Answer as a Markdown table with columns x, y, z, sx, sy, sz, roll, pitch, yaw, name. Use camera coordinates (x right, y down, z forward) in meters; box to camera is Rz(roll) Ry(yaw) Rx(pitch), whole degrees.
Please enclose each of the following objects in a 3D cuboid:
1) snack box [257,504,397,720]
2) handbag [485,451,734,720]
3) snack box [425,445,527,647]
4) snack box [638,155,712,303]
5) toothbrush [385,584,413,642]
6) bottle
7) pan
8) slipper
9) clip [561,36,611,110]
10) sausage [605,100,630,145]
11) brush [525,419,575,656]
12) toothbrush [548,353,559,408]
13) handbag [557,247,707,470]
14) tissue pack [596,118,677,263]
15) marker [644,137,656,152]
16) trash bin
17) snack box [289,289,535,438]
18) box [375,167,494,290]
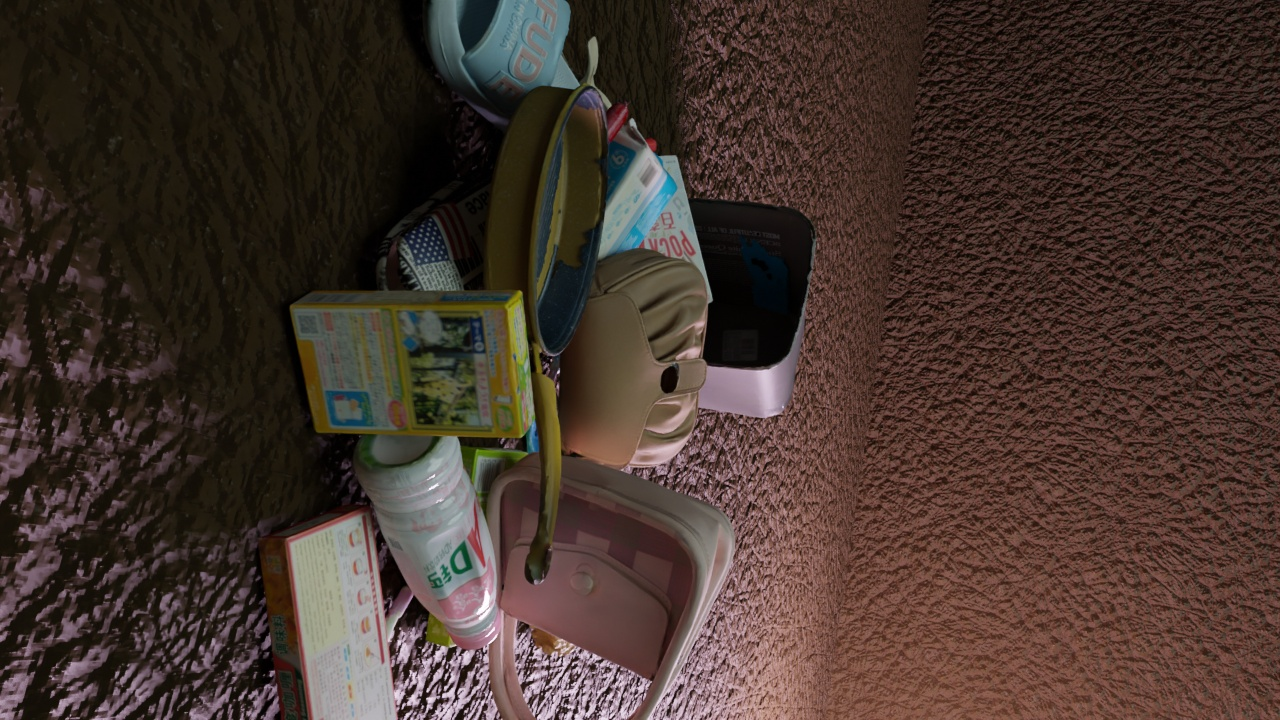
| x | y | z | sx | sy | sz | roll | pitch | yaw | name |
| --- | --- | --- | --- | --- | --- | --- | --- | --- | --- |
| -0.197 | 0.178 | 0.588 | 0.076 | 0.027 | 0.156 | -17 | 103 | -65 | snack box |
| -0.043 | 0.203 | 0.731 | 0.093 | 0.193 | 0.234 | 7 | 100 | -66 | handbag |
| -0.134 | 0.150 | 0.758 | 0.085 | 0.026 | 0.156 | 14 | 83 | -67 | snack box |
| 0.015 | -0.126 | 0.922 | 0.084 | 0.027 | 0.156 | -13 | 87 | -31 | snack box |
| -0.190 | 0.212 | 0.652 | 0.020 | 0.029 | 0.189 | 39 | 49 | -11 | toothbrush |
| -0.139 | 0.127 | 0.640 | 0.068 | 0.068 | 0.197 | -58 | 148 | -45 | bottle |
| -0.064 | -0.026 | 0.652 | 0.198 | 0.078 | 0.356 | 74 | 27 | -70 | pan |
| -0.088 | -0.232 | 0.705 | 0.245 | 0.074 | 0.104 | 43 | 58 | -64 | slipper |
| -0.042 | -0.240 | 0.827 | 0.034 | 0.076 | 0.104 | -58 | 157 | -45 | clip |
| -0.056 | -0.163 | 0.793 | 0.156 | 0.020 | 0.020 | -53 | 152 | -3 | sausage |
| -0.085 | 0.165 | 0.871 | 0.083 | 0.046 | 0.255 | -36 | 125 | -56 | brush |
| -0.060 | -0.035 | 0.890 | 0.021 | 0.029 | 0.188 | 28 | 61 | -17 | toothbrush |
| -0.005 | 0.005 | 0.840 | 0.147 | 0.100 | 0.205 | -15 | 117 | -36 | handbag |
| -0.030 | -0.144 | 0.841 | 0.140 | 0.063 | 0.090 | -57 | 154 | -2 | tissue pack |
| -0.018 | -0.217 | 0.945 | 0.145 | 0.017 | 0.017 | -34 | 126 | -61 | marker |
| 0.101 | -0.048 | 1.065 | 0.220 | 0.199 | 0.198 | 59 | 42 | -64 | trash bin |
| -0.138 | 0.002 | 0.562 | 0.033 | 0.140 | 0.087 | -62 | 150 | -65 | snack box |
| -0.122 | -0.090 | 0.656 | 0.163 | 0.076 | 0.075 | -52 | 143 | -51 | box |
